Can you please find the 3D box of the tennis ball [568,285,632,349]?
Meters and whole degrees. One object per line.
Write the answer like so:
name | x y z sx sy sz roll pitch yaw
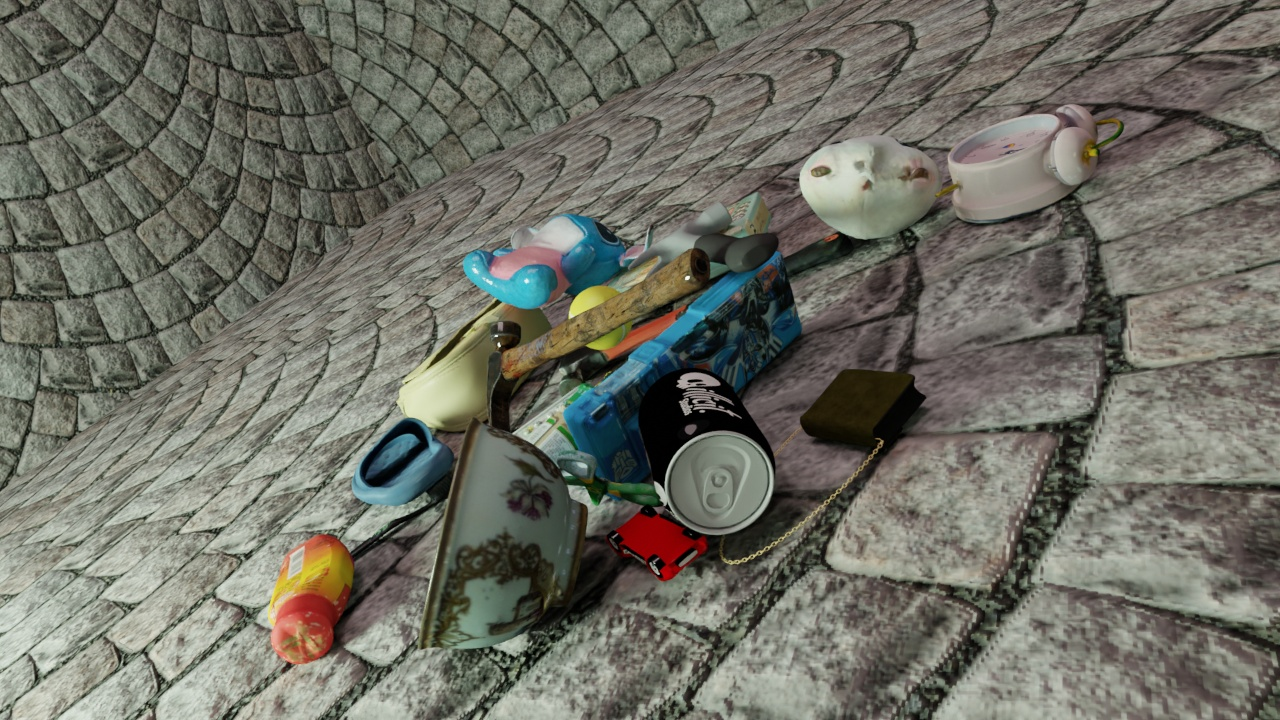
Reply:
tennis ball | -0.040 -0.044 0.936 0.065 0.065 0.065 -25 22 11

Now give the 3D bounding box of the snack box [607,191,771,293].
snack box | 0.055 -0.120 1.077 0.194 0.044 0.141 -25 17 24

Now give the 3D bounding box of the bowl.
bowl | -0.090 0.127 0.637 0.094 0.160 0.159 13 23 -7

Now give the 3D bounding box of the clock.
clock | 0.361 -0.185 0.847 0.158 0.059 0.116 -12 27 35

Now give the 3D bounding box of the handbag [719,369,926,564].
handbag | 0.118 0.075 0.630 0.177 0.027 0.084 -44 24 -22

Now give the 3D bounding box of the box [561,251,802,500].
box | 0.022 0.008 0.800 0.242 0.114 0.114 -40 37 -26

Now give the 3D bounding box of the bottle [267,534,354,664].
bottle | -0.285 0.205 0.792 0.071 0.048 0.134 -30 21 -2

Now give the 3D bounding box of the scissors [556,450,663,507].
scissors | -0.041 0.089 0.684 0.131 0.112 0.012 -4 57 47

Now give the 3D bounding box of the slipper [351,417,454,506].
slipper | -0.254 0.104 0.952 0.103 0.059 0.214 -40 18 -19

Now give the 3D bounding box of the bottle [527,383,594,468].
bottle | -0.073 0.070 0.828 0.109 0.042 0.043 -46 26 -18

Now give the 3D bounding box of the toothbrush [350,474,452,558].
toothbrush | -0.256 0.169 0.883 0.187 0.017 0.014 -36 13 -13

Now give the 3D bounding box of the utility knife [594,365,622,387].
utility knife | -0.005 0.005 0.908 0.174 0.020 0.028 -35 1 13

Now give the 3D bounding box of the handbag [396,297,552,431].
handbag | -0.201 -0.010 1.120 0.191 0.088 0.232 -13 27 42

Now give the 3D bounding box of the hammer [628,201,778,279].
hammer | 0.063 -0.104 0.859 0.125 0.029 0.311 -34 13 -2

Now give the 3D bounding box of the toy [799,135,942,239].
toy | 0.235 -0.178 0.944 0.139 0.101 0.179 4 12 12

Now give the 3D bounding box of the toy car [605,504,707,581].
toy car | 0.011 0.127 0.633 0.038 0.025 0.090 -35 24 -22

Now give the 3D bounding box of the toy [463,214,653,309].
toy | -0.093 -0.116 1.083 0.224 0.099 0.190 7 24 39

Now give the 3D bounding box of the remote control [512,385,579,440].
remote control | -0.089 0.074 0.872 0.133 0.022 0.050 -37 43 -18

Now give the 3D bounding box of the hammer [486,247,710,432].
hammer | -0.052 -0.023 0.862 0.331 0.033 0.119 -24 61 48

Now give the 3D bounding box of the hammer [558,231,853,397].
hammer | 0.067 -0.056 0.970 0.333 0.033 0.133 -24 21 10

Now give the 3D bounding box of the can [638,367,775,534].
can | 0.044 0.060 0.647 0.080 0.080 0.146 -28 15 2
